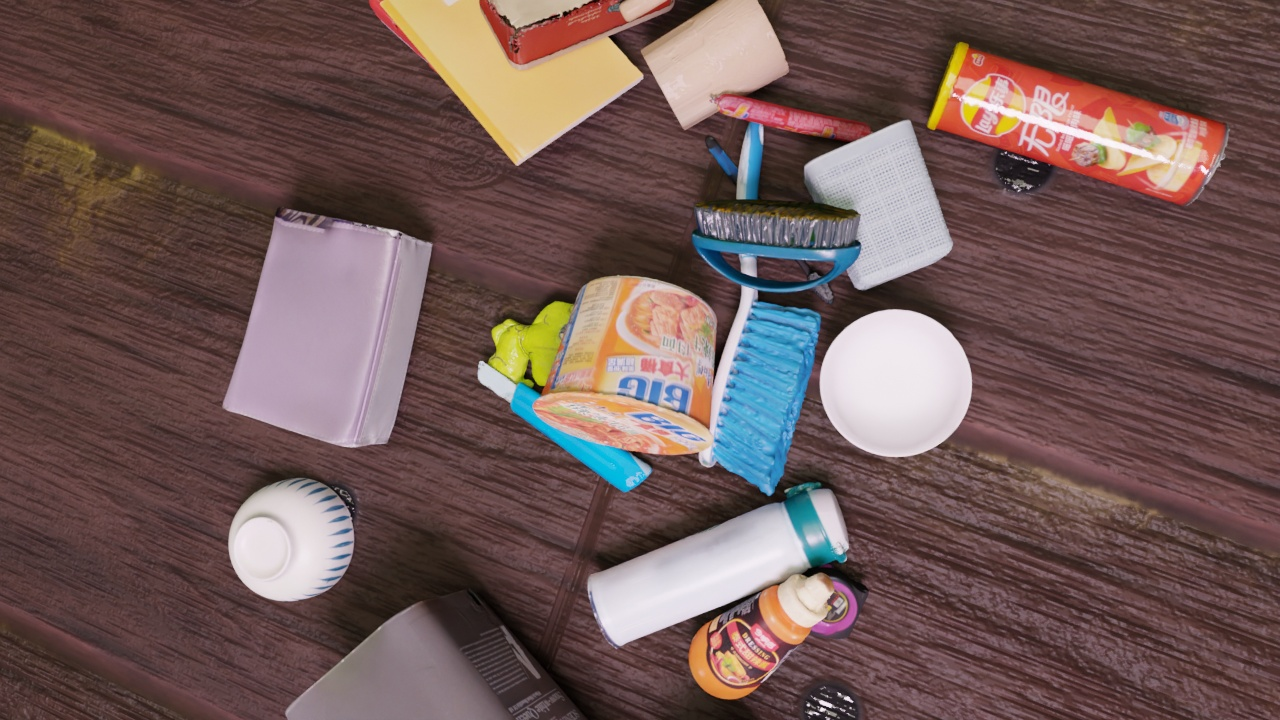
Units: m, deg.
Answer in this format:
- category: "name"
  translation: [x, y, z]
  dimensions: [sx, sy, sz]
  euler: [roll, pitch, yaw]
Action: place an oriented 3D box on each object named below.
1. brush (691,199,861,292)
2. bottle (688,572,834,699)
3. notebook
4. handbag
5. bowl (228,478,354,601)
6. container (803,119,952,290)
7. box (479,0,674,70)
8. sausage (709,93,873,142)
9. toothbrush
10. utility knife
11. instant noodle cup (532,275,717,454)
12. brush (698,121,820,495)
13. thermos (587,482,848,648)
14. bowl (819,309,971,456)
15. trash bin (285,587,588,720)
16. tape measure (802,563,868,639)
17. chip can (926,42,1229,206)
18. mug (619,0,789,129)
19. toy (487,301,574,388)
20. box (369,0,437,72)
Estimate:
- category: "brush"
  translation: [0.106, -0.091, 0.738]
  dimensions: [0.144, 0.055, 0.073]
  euler: [11, 113, 31]
- category: "bottle"
  translation: [0.104, 0.221, 0.756]
  dimensions: [0.067, 0.066, 0.150]
  euler: [47, 121, 9]
- category: "notebook"
  translation: [-0.117, -0.290, 0.829]
  dimensions: [0.145, 0.010, 0.206]
  euler: [-38, 79, -12]
- category: "handbag"
  translation: [-0.286, -0.031, 0.847]
  dimensions: [0.145, 0.098, 0.197]
  euler: [14, 91, 9]
- category: "bowl"
  translation: [-0.338, 0.171, 0.864]
  dimensions: [0.116, 0.066, 0.116]
  euler: [0, 88, 11]
- category: "container"
  translation: [0.199, -0.124, 0.764]
  dimensions: [0.090, 0.090, 0.111]
  euler: [-23, 87, 9]
- category: "box"
  translation: [-0.056, -0.335, 0.799]
  dimensions: [0.168, 0.077, 0.091]
  euler: [-26, 78, -11]
- category: "sausage"
  translation: [0.132, -0.207, 0.788]
  dimensions: [0.155, 0.020, 0.020]
  euler: [8, 89, -13]
- category: "toothbrush"
  translation: [0.114, -0.127, 0.816]
  dimensions: [0.014, 0.016, 0.189]
  euler: [-37, 81, 11]
- category: "utility knife"
  translation: [-0.074, 0.058, 0.832]
  dimensions: [0.185, 0.018, 0.034]
  euler: [35, 98, 3]
- category: "instant noodle cup"
  translation: [-0.005, 0.004, 0.766]
  dimensions: [0.151, 0.151, 0.111]
  euler: [8, 71, 11]
- category: "brush"
  translation: [0.105, -0.049, 0.789]
  dimensions: [0.109, 0.060, 0.314]
  euler: [16, 94, 23]
- category: "thermos"
  translation: [0.068, 0.173, 0.788]
  dimensions: [0.224, 0.073, 0.073]
  euler: [-24, 83, 9]
- category: "bowl"
  translation: [0.209, 0.020, 0.766]
  dimensions: [0.118, 0.064, 0.118]
  euler: [0, 87, 10]
- category: "trash bin"
  translation: [-0.153, 0.328, 0.767]
  dimensions: [0.199, 0.199, 0.219]
  euler: [-40, 75, 5]
- category: "tape measure"
  translation: [0.158, 0.205, 0.782]
  dimensions: [0.058, 0.039, 0.057]
  euler: [20, 98, 4]
- category: "chip can"
  translation: [0.348, -0.191, 0.745]
  dimensions: [0.217, 0.073, 0.073]
  euler: [22, 92, 10]
- category: "mug"
  translation: [0.054, -0.277, 0.790]
  dimensions: [0.104, 0.084, 0.124]
  euler: [-29, 110, 10]
- category: "toy"
  translation: [-0.090, -0.009, 0.842]
  dimensions: [0.100, 0.031, 0.097]
  euler: [12, 97, 13]
- category: "box"
  translation: [-0.161, -0.303, 0.867]
  dimensions: [0.201, 0.047, 0.087]
  euler: [42, 92, 9]
